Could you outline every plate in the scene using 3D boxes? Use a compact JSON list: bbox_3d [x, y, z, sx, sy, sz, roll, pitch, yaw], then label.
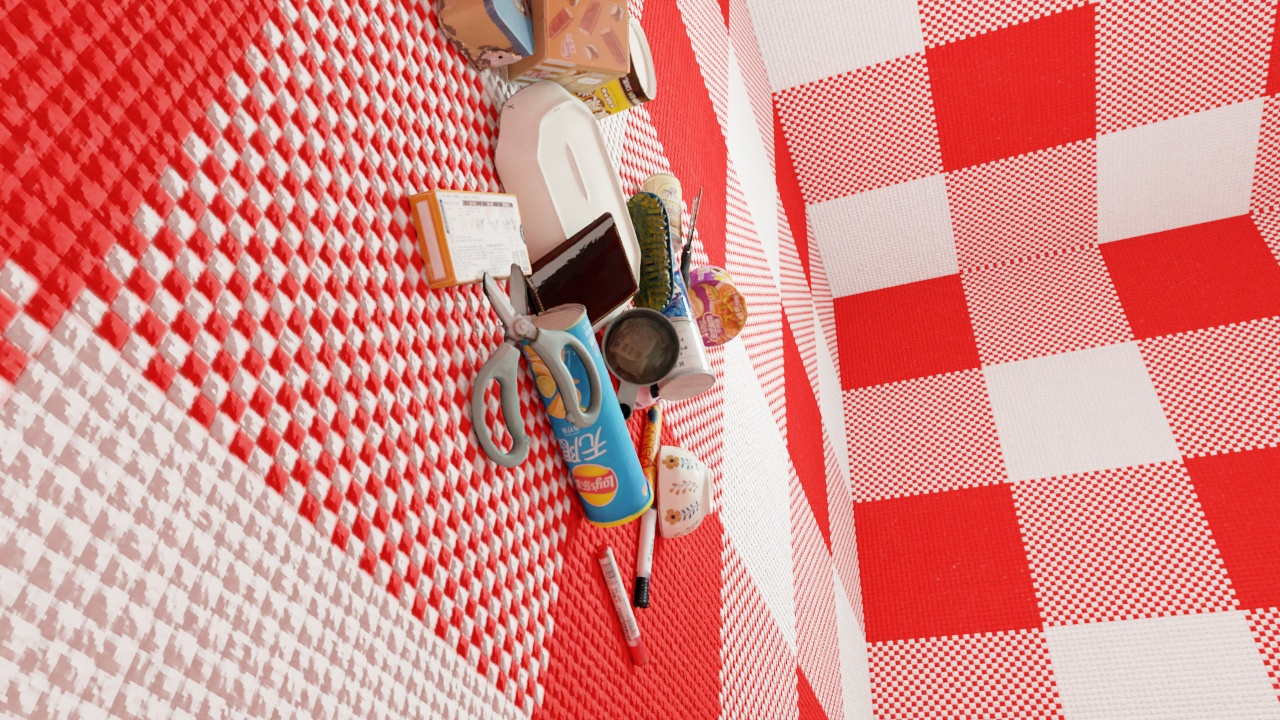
[{"bbox_3d":[-0.061,-0.154,0.944,0.161,0.034,0.266,-45,126,-44],"label":"plate"}]

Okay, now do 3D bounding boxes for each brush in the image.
[{"bbox_3d":[0.011,-0.126,1.077,0.073,0.055,0.144,-47,132,-78],"label":"brush"}]

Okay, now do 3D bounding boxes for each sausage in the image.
[{"bbox_3d":[0.011,0.113,1.117,0.164,0.021,0.021,-83,154,-46],"label":"sausage"}]

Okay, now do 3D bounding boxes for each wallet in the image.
[{"bbox_3d":[-0.058,-0.076,0.909,0.122,0.020,0.096,-39,126,-27],"label":"wallet"}]

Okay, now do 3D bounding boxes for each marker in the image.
[{"bbox_3d":[0.006,0.221,1.043,0.130,0.018,0.023,-83,156,-43],"label":"marker"},{"bbox_3d":[-0.019,0.254,0.949,0.017,0.017,0.145,-59,135,-64],"label":"marker"}]

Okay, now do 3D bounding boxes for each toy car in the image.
[{"bbox_3d":[0.008,0.030,1.134,0.122,0.037,0.056,-15,92,-71],"label":"toy car"}]

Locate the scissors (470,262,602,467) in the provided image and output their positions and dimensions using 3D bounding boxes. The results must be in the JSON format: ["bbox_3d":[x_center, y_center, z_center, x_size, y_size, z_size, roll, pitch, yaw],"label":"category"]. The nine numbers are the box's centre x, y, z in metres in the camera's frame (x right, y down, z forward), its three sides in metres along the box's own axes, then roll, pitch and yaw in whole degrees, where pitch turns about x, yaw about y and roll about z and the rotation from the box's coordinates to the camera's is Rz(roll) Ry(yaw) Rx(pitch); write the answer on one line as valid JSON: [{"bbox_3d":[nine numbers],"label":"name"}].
[{"bbox_3d":[-0.084,0.001,0.783,0.171,0.019,0.176,1,87,-43],"label":"scissors"}]

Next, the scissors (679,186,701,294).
[{"bbox_3d":[0.064,-0.125,1.262,0.221,0.021,0.233,102,-3,-53],"label":"scissors"}]

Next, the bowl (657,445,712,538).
[{"bbox_3d":[0.057,0.160,1.125,0.113,0.062,0.113,-2,89,-81],"label":"bowl"}]

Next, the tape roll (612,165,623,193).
[{"bbox_3d":[-0.048,-0.230,1.085,0.086,0.014,0.086,58,-6,9],"label":"tape roll"}]

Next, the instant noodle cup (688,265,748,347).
[{"bbox_3d":[0.105,-0.089,1.404,0.099,0.112,0.112,-84,157,-64],"label":"instant noodle cup"}]

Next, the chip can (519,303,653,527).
[{"bbox_3d":[-0.051,0.054,0.877,0.071,0.071,0.210,-66,141,-61],"label":"chip can"}]

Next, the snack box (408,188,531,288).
[{"bbox_3d":[-0.139,-0.104,0.778,0.153,0.026,0.075,-26,105,-71],"label":"snack box"}]

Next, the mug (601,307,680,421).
[{"bbox_3d":[-0.006,0.006,1.018,0.103,0.083,0.124,137,-30,-89],"label":"mug"}]

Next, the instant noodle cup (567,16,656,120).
[{"bbox_3d":[-0.050,-0.327,1.042,0.118,0.115,0.118,-10,90,-73],"label":"instant noodle cup"}]

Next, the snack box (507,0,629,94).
[{"bbox_3d":[-0.074,-0.323,0.924,0.094,0.093,0.077,-2,92,-31],"label":"snack box"}]

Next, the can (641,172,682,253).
[{"bbox_3d":[0.030,-0.206,1.305,0.058,0.059,0.116,55,29,-51],"label":"can"}]

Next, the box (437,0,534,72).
[{"bbox_3d":[-0.147,-0.371,0.858,0.089,0.062,0.184,32,51,-67],"label":"box"}]

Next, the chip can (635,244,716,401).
[{"bbox_3d":[0.030,-0.061,1.136,0.071,0.071,0.214,43,28,-61],"label":"chip can"}]
